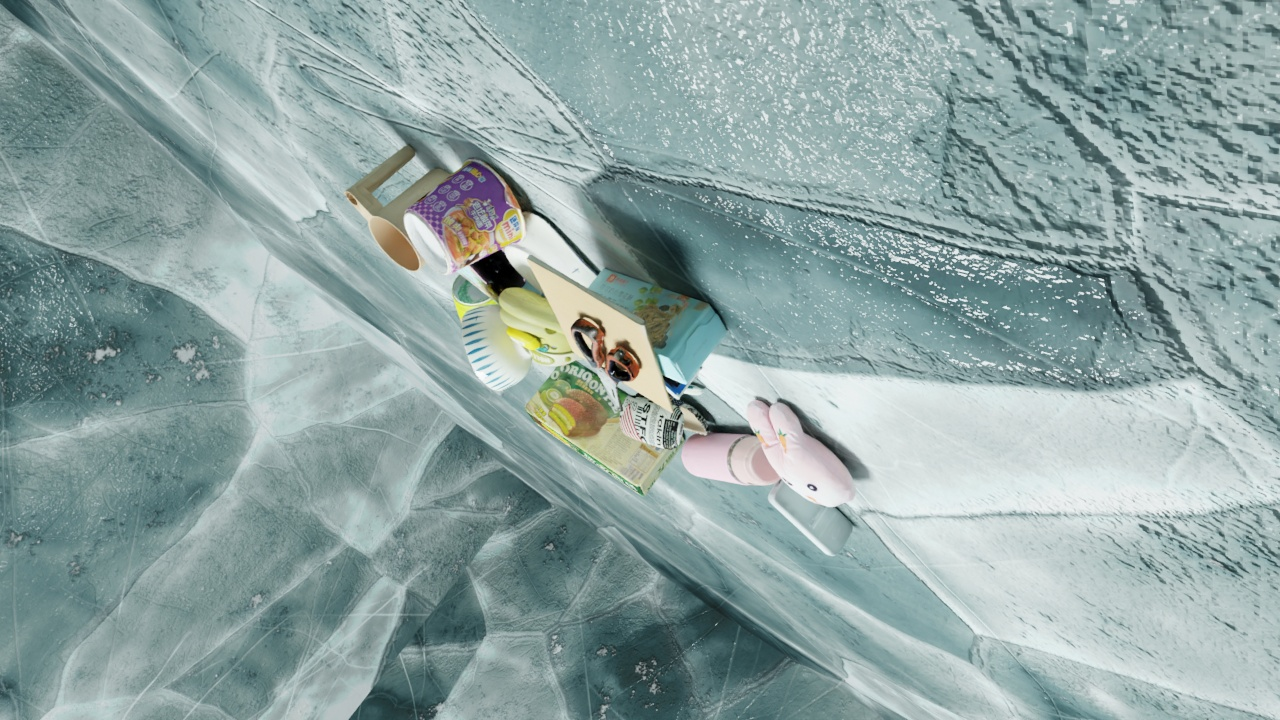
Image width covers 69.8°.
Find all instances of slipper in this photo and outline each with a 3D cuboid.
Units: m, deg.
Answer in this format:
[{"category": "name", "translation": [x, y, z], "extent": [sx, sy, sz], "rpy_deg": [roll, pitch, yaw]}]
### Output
[{"category": "slipper", "translation": [-0.107, -0.029, 1.176], "extent": [0.092, 0.081, 0.190], "rpy_deg": [29, -176, 43]}]

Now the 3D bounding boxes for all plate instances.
[{"category": "plate", "translation": [-0.111, -0.112, 1.108], "extent": [0.164, 0.034, 0.164], "rpy_deg": [45, 164, -25]}]

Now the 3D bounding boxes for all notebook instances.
[{"category": "notebook", "translation": [-0.037, -0.023, 0.963], "extent": [0.148, 0.008, 0.208], "rpy_deg": [31, 163, 23]}]

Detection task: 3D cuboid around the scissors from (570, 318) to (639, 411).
[{"category": "scissors", "translation": [-0.026, 0.021, 1.013], "extent": [0.186, 0.015, 0.208], "rpy_deg": [17, 154, 51]}]

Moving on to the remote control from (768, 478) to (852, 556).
[{"category": "remote control", "translation": [0.227, 0.202, 1.221], "extent": [0.136, 0.055, 0.020], "rpy_deg": [43, 163, -19]}]

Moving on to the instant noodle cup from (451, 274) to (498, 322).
[{"category": "instant noodle cup", "translation": [-0.222, -0.074, 1.348], "extent": [0.112, 0.111, 0.123], "rpy_deg": [29, 156, 29]}]

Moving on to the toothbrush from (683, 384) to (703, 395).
[{"category": "toothbrush", "translation": [0.031, 0.031, 1.245], "extent": [0.016, 0.018, 0.192], "rpy_deg": [45, 161, -25]}]

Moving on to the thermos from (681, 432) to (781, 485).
[{"category": "thermos", "translation": [0.133, 0.131, 1.228], "extent": [0.087, 0.067, 0.199], "rpy_deg": [9, 173, -22]}]

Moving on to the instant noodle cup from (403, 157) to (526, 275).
[{"category": "instant noodle cup", "translation": [-0.200, -0.154, 1.019], "extent": [0.111, 0.099, 0.112], "rpy_deg": [41, 153, 26]}]

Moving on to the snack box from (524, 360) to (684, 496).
[{"category": "snack box", "translation": [-0.058, 0.103, 1.460], "extent": [0.240, 0.114, 0.063], "rpy_deg": [31, 165, 23]}]

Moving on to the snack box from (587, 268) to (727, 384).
[{"category": "snack box", "translation": [0.003, -0.040, 0.985], "extent": [0.175, 0.074, 0.051], "rpy_deg": [23, 159, 43]}]

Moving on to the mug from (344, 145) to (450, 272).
[{"category": "mug", "translation": [-0.277, -0.186, 1.113], "extent": [0.124, 0.103, 0.084], "rpy_deg": [48, 152, -13]}]

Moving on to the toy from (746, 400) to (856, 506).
[{"category": "toy", "translation": [0.183, 0.110, 1.066], "extent": [0.159, 0.054, 0.121], "rpy_deg": [51, 161, -15]}]

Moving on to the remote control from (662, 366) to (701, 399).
[{"category": "remote control", "translation": [0.015, -0.011, 1.089], "extent": [0.125, 0.049, 0.024], "rpy_deg": [42, 167, -15]}]

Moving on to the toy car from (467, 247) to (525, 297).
[{"category": "toy car", "translation": [-0.198, -0.134, 1.187], "extent": [0.122, 0.056, 0.037], "rpy_deg": [47, -169, -4]}]

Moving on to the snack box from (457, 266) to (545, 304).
[{"category": "snack box", "translation": [-0.207, -0.127, 1.246], "extent": [0.175, 0.051, 0.074], "rpy_deg": [38, 166, -2]}]

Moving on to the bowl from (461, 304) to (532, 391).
[{"category": "bowl", "translation": [-0.180, -0.024, 1.221], "extent": [0.116, 0.066, 0.116], "rpy_deg": [56, -158, -37]}]

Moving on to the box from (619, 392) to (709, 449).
[{"category": "box", "translation": [0.038, 0.080, 1.305], "extent": [0.087, 0.076, 0.163], "rpy_deg": [1, -177, -28]}]
